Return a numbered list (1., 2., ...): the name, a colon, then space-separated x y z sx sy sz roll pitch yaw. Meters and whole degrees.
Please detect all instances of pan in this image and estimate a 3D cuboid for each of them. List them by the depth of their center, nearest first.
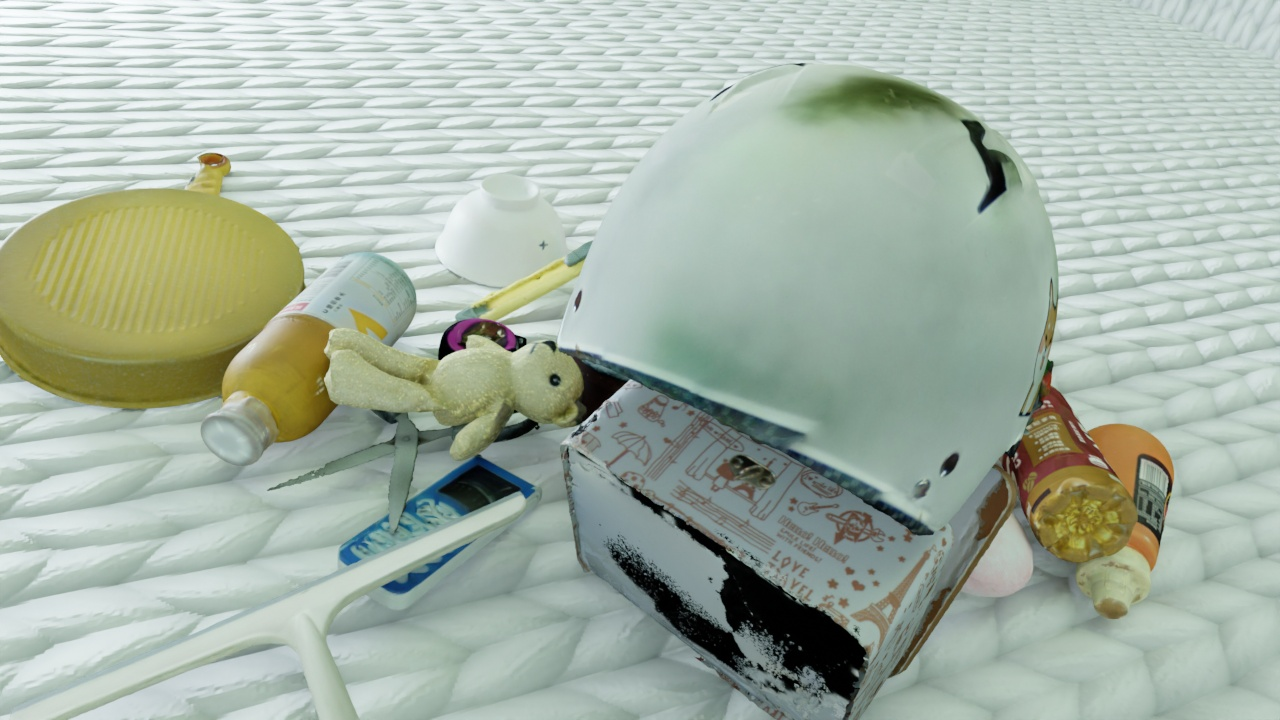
1. pan: -0.349 -0.090 0.695 0.197 0.078 0.356 3 42 -17

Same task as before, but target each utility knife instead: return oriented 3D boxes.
1. utility knife: -0.046 -0.080 0.723 0.216 0.022 0.031 -28 55 -16

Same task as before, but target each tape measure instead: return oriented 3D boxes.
1. tape measure: -0.112 -0.005 0.643 0.057 0.039 0.057 18 35 10

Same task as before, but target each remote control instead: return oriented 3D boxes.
1. remote control: -0.110 0.094 0.517 0.049 0.024 0.124 26 33 21

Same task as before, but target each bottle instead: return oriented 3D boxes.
1. bottle: -0.209 -0.004 0.590 0.068 0.068 0.189 15 35 5
2. bottle: 0.307 0.105 0.592 0.067 0.067 0.149 21 43 13
3. bottle: 0.265 0.058 0.603 0.057 0.058 0.174 12 26 1

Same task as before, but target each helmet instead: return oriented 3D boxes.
1. helmet: 0.096 -0.056 0.436 0.230 0.157 0.273 28 26 19

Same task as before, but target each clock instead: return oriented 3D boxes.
1. clock: -0.004 0.004 0.649 0.082 0.055 0.121 25 36 20

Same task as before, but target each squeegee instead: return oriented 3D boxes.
1. squeegee: -0.109 0.178 0.367 0.246 0.039 0.246 -21 51 -22

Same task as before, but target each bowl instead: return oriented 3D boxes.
1. bowl: -0.114 -0.119 0.784 0.118 0.065 0.118 7 35 -5

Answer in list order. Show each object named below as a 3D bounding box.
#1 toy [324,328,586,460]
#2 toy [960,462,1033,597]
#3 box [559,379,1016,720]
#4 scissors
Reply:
1. toy: -0.110 0.009 0.553 0.157 0.066 0.105 7 33 -12
2. toy: 0.191 0.091 0.581 0.121 0.054 0.159 29 27 16
3. box: 0.085 0.076 0.489 0.182 0.152 0.174 32 58 26
4. scissors: -0.137 0.050 0.561 0.159 0.014 0.179 -2 29 -13
